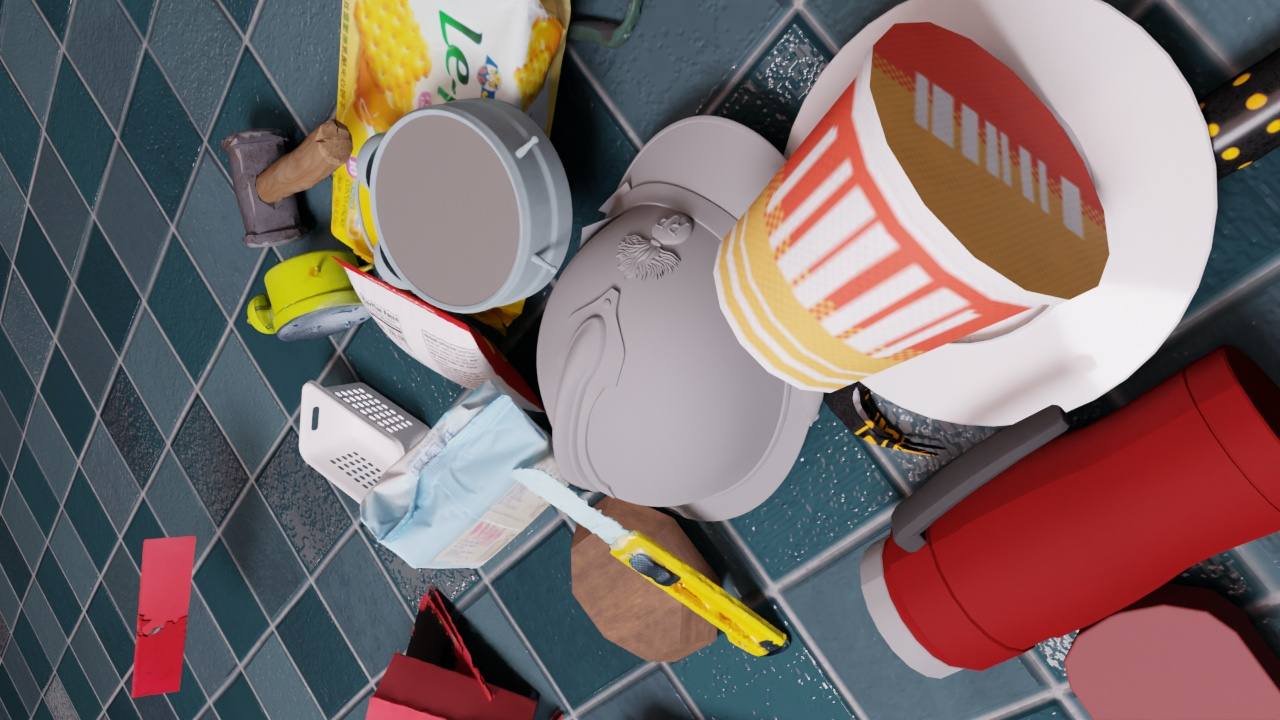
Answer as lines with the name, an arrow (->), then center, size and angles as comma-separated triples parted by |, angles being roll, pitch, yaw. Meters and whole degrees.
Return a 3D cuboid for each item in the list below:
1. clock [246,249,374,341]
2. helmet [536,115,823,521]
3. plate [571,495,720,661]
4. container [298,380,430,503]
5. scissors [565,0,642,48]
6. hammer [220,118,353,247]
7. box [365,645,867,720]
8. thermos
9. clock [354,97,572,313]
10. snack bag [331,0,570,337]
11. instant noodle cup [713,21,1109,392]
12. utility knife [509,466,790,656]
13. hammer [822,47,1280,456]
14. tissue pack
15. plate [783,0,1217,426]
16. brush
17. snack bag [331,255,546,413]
clock -> -0.274, -0.048, 0.762 | 0.119, 0.083, 0.057 | -25, 83, 37
helmet -> -0.003, 0.003, 0.525 | 0.183, 0.117, 0.272 | 35, 132, 30
plate -> -0.004, 0.158, 0.644 | 0.131, 0.025, 0.131 | 18, 121, 33
container -> -0.233, 0.071, 0.787 | 0.129, 0.049, 0.081 | 28, 119, 28
scissors -> -0.080, -0.177, 0.617 | 0.202, 0.015, 0.204 | 10, 111, 35
hammer -> -0.256, -0.135, 0.671 | 0.329, 0.052, 0.098 | 10, 111, 60
box -> -0.030, 0.368, 0.859 | 0.171, 0.477, 0.215 | 51, 132, 44
thermos -> 0.193, 0.072, 0.428 | 0.108, 0.083, 0.199 | 34, 128, -19
clock -> -0.113, -0.090, 0.545 | 0.160, 0.045, 0.122 | 3, 108, 31
snack bag -> -0.127, -0.152, 0.606 | 0.160, 0.068, 0.248 | 28, 121, 24
instant noodle cup -> 0.104, -0.053, 0.393 | 0.123, 0.123, 0.121 | 59, 140, 8
utility knife -> 0.011, 0.127, 0.564 | 0.224, 0.019, 0.031 | 40, 117, -18
hammer -> 0.201, -0.058, 0.425 | 0.322, 0.036, 0.123 | -38, 79, 41
tissue pack -> -0.108, 0.079, 0.601 | 0.112, 0.182, 0.070 | -43, 77, -7
plate -> 0.150, -0.069, 0.434 | 0.209, 0.015, 0.209 | 13, 110, 40
brush -> 0.281, 0.186, 0.431 | 0.082, 0.041, 0.173 | -41, 78, 38
snack bag -> -0.137, -0.012, 0.649 | 0.131, 0.144, 0.039 | 26, 75, 29
